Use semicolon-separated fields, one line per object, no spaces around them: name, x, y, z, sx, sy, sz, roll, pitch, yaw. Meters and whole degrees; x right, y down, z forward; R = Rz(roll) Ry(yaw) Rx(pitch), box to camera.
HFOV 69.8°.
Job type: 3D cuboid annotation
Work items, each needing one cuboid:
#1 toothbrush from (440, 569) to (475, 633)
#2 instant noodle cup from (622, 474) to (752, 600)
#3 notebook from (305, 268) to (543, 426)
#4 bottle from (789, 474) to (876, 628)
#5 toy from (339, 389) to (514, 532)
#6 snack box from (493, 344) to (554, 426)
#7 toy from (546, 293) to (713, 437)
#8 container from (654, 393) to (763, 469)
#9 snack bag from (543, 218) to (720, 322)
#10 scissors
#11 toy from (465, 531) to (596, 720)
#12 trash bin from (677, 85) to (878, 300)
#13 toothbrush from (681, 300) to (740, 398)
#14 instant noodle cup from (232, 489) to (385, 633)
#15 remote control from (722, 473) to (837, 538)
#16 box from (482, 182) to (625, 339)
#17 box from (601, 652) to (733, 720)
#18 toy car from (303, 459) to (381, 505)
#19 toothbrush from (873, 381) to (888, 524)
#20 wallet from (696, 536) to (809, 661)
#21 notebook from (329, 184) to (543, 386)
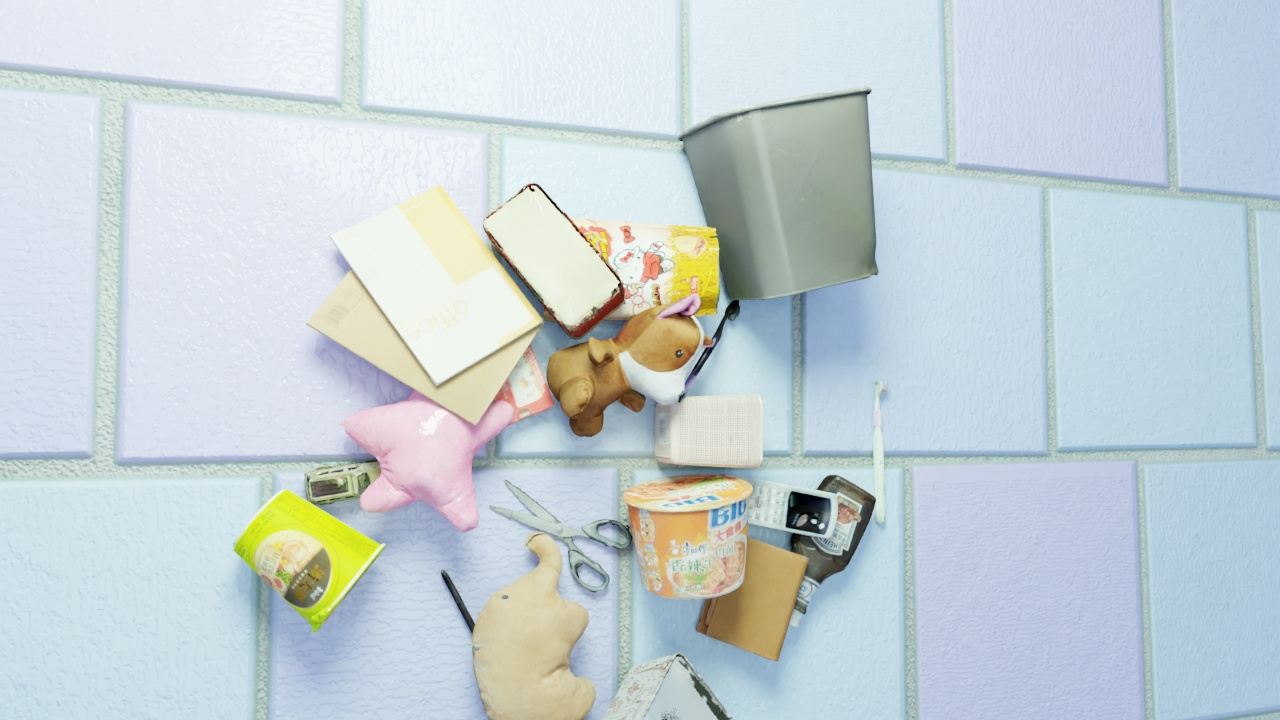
toothbrush;-0.182;0.316;1.046;0.018;0.016;0.181;-31;97;-23
instant noodle cup;0.058;0.204;1.066;0.151;0.151;0.111;-6;97;-18
notebook;-0.233;-0.041;1.010;0.211;0.012;0.149;31;62;-2
bottle;0.226;0.244;1.166;0.080;0.044;0.194;31;79;-6
toy;-0.238;0.081;1.005;0.178;0.075;0.194;17;69;-7
snack box;-0.163;-0.003;1.065;0.075;0.025;0.153;-23;94;-18
toy;-0.006;0.006;1.051;0.199;0.140;0.130;-33;71;-7
container;0.080;0.085;1.106;0.111;0.090;0.090;2;86;-15
snack bag;-0.011;-0.107;1.094;0.208;0.073;0.128;1;87;-3
scissors;-0.092;0.206;1.082;0.163;0.014;0.165;-11;89;-17
toy;-0.123;0.309;1.024;0.143;0.083;0.226;-2;84;-37
trash bin;0.175;-0.194;1.107;0.198;0.199;0.220;-14;98;-16
toothbrush;0.085;-0.013;1.114;0.188;0.014;0.017;-57;132;-39
instant noodle cup;-0.351;0.201;0.957;0.123;0.112;0.111;38;76;-4
remote control;0.170;0.181;1.141;0.150;0.021;0.058;10;81;1
box;-0.099;-0.113;1.034;0.091;0.077;0.168;-40;78;-4
box;0.003;0.471;1.066;0.181;0.206;0.157;51;31;-8
toy car;-0.319;0.134;1.003;0.090;0.035;0.042;-7;91;-21
toothbrush;0.318;0.122;1.215;0.020;0.029;0.189;0;87;24
wallet;0.137;0.288;1.126;0.108;0.031;0.131;17;80;8
notebook;-0.225;-0.089;1.020;0.145;0.010;0.206;-33;81;-26
